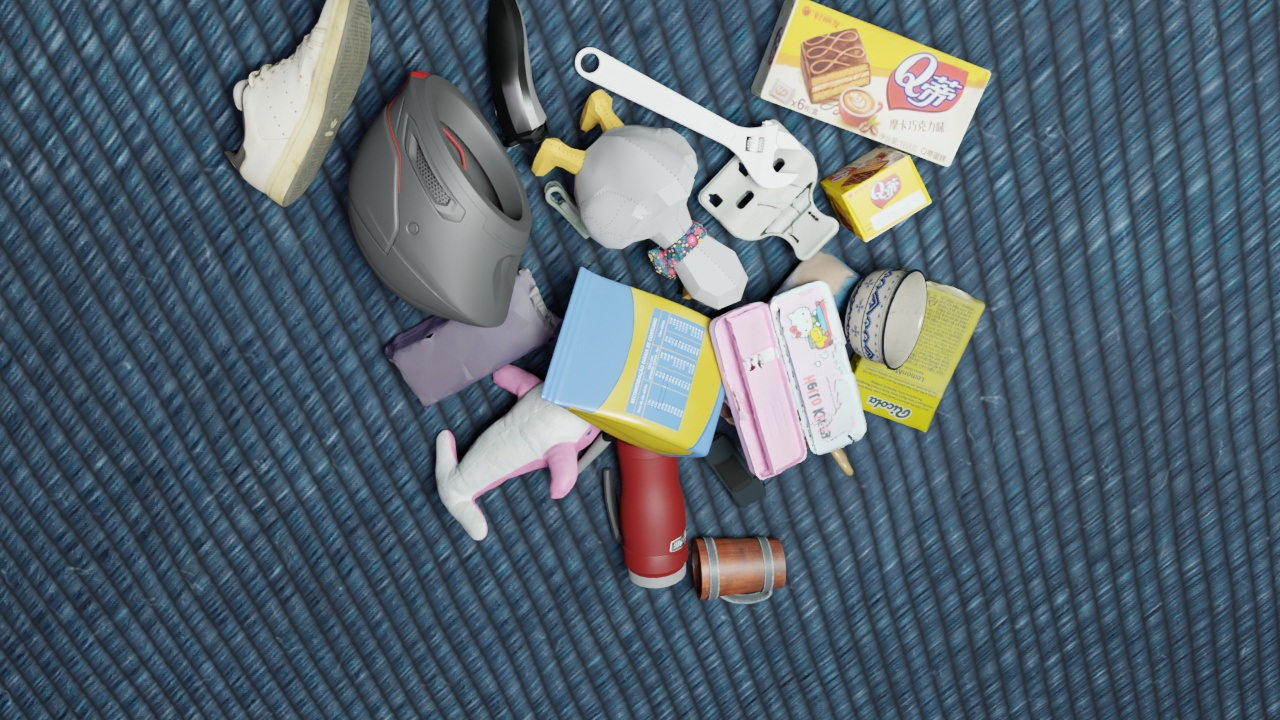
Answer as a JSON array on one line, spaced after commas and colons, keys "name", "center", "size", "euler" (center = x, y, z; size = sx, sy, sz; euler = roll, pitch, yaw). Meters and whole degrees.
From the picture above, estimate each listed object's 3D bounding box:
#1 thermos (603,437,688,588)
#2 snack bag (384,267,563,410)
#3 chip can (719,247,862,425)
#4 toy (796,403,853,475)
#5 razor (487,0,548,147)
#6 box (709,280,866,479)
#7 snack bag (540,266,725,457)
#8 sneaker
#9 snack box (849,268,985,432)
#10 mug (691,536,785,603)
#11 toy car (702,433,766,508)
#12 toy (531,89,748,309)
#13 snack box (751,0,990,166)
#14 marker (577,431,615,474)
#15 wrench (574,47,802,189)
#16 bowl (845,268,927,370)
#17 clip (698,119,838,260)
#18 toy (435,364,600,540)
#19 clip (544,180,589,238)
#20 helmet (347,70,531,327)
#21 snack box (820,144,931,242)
[{"name": "thermos", "center": [0.004, 0.183, 1.170], "size": [0.108, 0.083, 0.199], "euler": [6, 112, 27]}, {"name": "snack bag", "center": [-0.196, -0.023, 1.084], "size": [0.205, 0.058, 0.096], "euler": [-29, 110, 8]}, {"name": "chip can", "center": [0.165, -0.028, 1.096], "size": [0.080, 0.079, 0.230], "euler": [34, 105, -15]}, {"name": "toy", "center": [0.195, 0.082, 1.131], "size": [0.108, 0.105, 0.134], "euler": [-12, 107, 17]}, {"name": "razor", "center": [-0.136, -0.310, 0.978], "size": [0.057, 0.060, 0.156], "euler": [-3, 111, 26]}, {"name": "box", "center": [0.168, 0.022, 1.048], "size": [0.154, 0.045, 0.201], "euler": [-22, 106, -17]}, {"name": "snack bag", "center": [-0.006, 0.006, 1.028], "size": [0.205, 0.102, 0.158], "euler": [25, 72, -31]}, {"name": "sneaker", "center": [-0.365, -0.286, 0.962], "size": [0.102, 0.088, 0.242], "euler": [29, 111, -6]}, {"name": "snack box", "center": [0.331, -0.014, 1.129], "size": [0.121, 0.045, 0.181], "euler": [19, 106, -8]}, {"name": "mug", "center": [0.128, 0.285, 1.221], "size": [0.111, 0.081, 0.118], "euler": [-3, 129, -6]}, {"name": "toy car", "center": [0.120, 0.143, 1.182], "size": [0.046, 0.034, 0.112], "euler": [-33, 110, 9]}, {"name": "toy", "center": [0.016, -0.164, 0.981], "size": [0.267, 0.247, 0.140], "euler": [43, 82, 0]}, {"name": "snack box", "center": [0.249, -0.304, 0.999], "size": [0.230, 0.061, 0.110], "euler": [17, 109, -9]}, {"name": "marker", "center": [-0.056, 0.110, 1.142], "size": [0.016, 0.022, 0.139], "euler": [46, 127, 7]}, {"name": "wrench", "center": [0.052, -0.268, 0.996], "size": [0.273, 0.018, 0.066], "euler": [27, 100, 0]}, {"name": "bowl", "center": [0.274, -0.052, 1.043], "size": [0.059, 0.115, 0.116], "euler": [17, 116, 35]}, {"name": "clip", "center": [0.159, -0.180, 1.046], "size": [0.151, 0.091, 0.126], "euler": [42, 105, -9]}, {"name": "toy", "center": [-0.126, 0.103, 1.122], "size": [0.266, 0.186, 0.128], "euler": [-34, 150, 8]}, {"name": "clip", "center": [-0.081, -0.172, 1.049], "size": [0.023, 0.035, 0.074], "euler": [-40, 115, 9]}, {"name": "helmet", "center": [-0.219, -0.151, 0.975], "size": [0.170, 0.164, 0.264], "euler": [-28, 96, 20]}, {"name": "snack box", "center": [0.259, -0.188, 1.022], "size": [0.084, 0.105, 0.061], "euler": [-31, 108, 8]}]
